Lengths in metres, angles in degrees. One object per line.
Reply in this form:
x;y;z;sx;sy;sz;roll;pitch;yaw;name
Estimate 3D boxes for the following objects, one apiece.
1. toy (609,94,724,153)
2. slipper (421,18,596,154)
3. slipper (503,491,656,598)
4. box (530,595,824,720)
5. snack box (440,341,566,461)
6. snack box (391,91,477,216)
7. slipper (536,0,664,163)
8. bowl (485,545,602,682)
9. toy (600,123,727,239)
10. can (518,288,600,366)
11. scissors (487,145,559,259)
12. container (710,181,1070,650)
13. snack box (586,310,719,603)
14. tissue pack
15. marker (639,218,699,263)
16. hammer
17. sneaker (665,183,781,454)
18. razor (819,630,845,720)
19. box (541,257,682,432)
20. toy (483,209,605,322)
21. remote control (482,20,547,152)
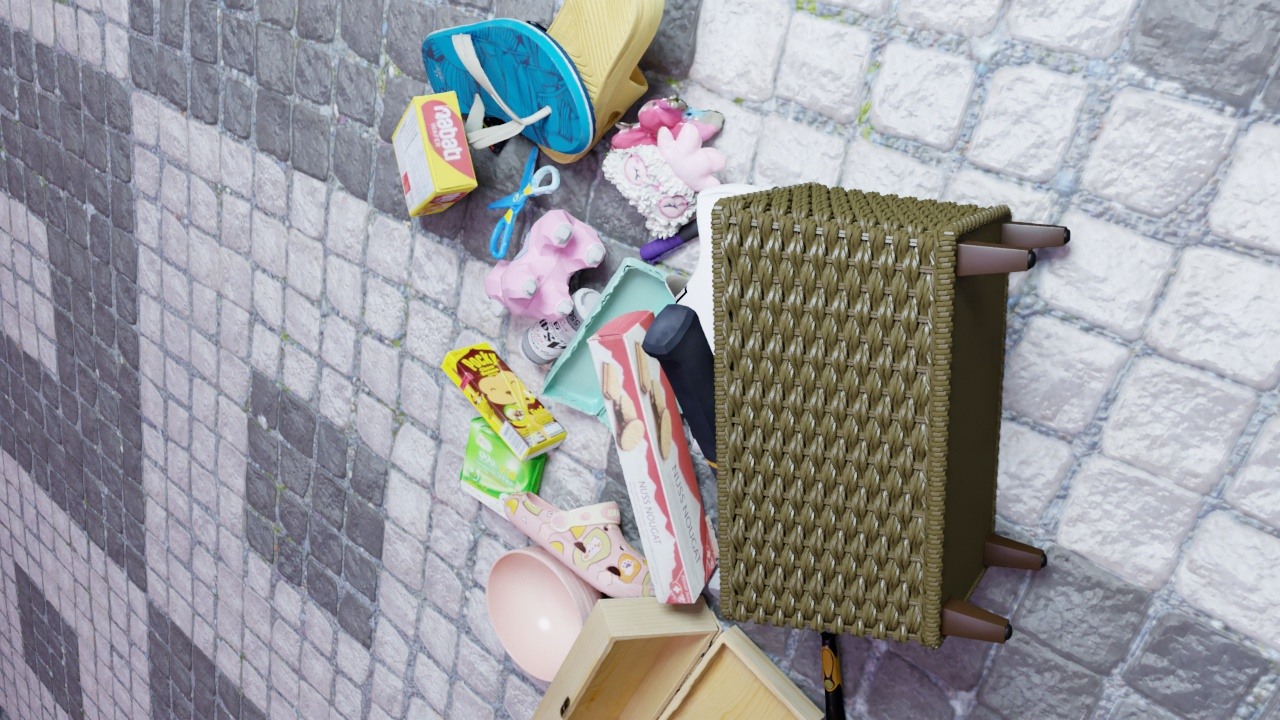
0.018;-0.208;0.814;0.103;0.065;0.050;-23;55;42;toy
-0.147;-0.260;0.865;0.295;0.060;0.118;27;135;47;slipper
-0.051;0.181;0.968;0.197;0.093;0.081;29;87;20;slipper
0.024;0.368;0.952;0.252;0.118;0.248;28;122;2;box
-0.151;0.043;1.011;0.149;0.061;0.026;46;126;18;snack box
-0.216;-0.207;0.941;0.201;0.042;0.092;-175;72;-69;snack box
-0.034;-0.267;0.815;0.099;0.078;0.264;60;151;7;slipper
-0.095;0.271;1.025;0.153;0.076;0.153;11;109;36;bowl
0.023;-0.160;0.799;0.095;0.041;0.109;45;133;-17;toy
-0.079;-0.033;0.944;0.107;0.043;0.044;-33;82;39;can
-0.122;-0.161;0.922;0.127;0.013;0.125;-1;71;47;scissors
0.185;0.037;0.677;0.205;0.176;0.321;7;107;33;container
0.017;0.092;0.856;0.044;0.076;0.273;-7;108;25;snack box
-0.161;0.129;1.063;0.114;0.034;0.100;27;117;27;tissue pack
0.050;-0.119;0.836;0.134;0.015;0.018;-22;104;40;marker
0.064;0.073;0.735;0.035;0.139;0.313;17;151;34;hammer
0.061;-0.036;0.796;0.097;0.091;0.246;20;117;27;sneaker
0.178;0.282;0.851;0.044;0.021;0.144;3;107;37;razor
-0.003;0.000;0.898;0.138;0.055;0.187;33;125;-7;box
-0.103;-0.091;0.918;0.123;0.067;0.157;-60;26;-2;toy
-0.127;-0.274;0.927;0.045;0.021;0.141;57;133;14;remote control
